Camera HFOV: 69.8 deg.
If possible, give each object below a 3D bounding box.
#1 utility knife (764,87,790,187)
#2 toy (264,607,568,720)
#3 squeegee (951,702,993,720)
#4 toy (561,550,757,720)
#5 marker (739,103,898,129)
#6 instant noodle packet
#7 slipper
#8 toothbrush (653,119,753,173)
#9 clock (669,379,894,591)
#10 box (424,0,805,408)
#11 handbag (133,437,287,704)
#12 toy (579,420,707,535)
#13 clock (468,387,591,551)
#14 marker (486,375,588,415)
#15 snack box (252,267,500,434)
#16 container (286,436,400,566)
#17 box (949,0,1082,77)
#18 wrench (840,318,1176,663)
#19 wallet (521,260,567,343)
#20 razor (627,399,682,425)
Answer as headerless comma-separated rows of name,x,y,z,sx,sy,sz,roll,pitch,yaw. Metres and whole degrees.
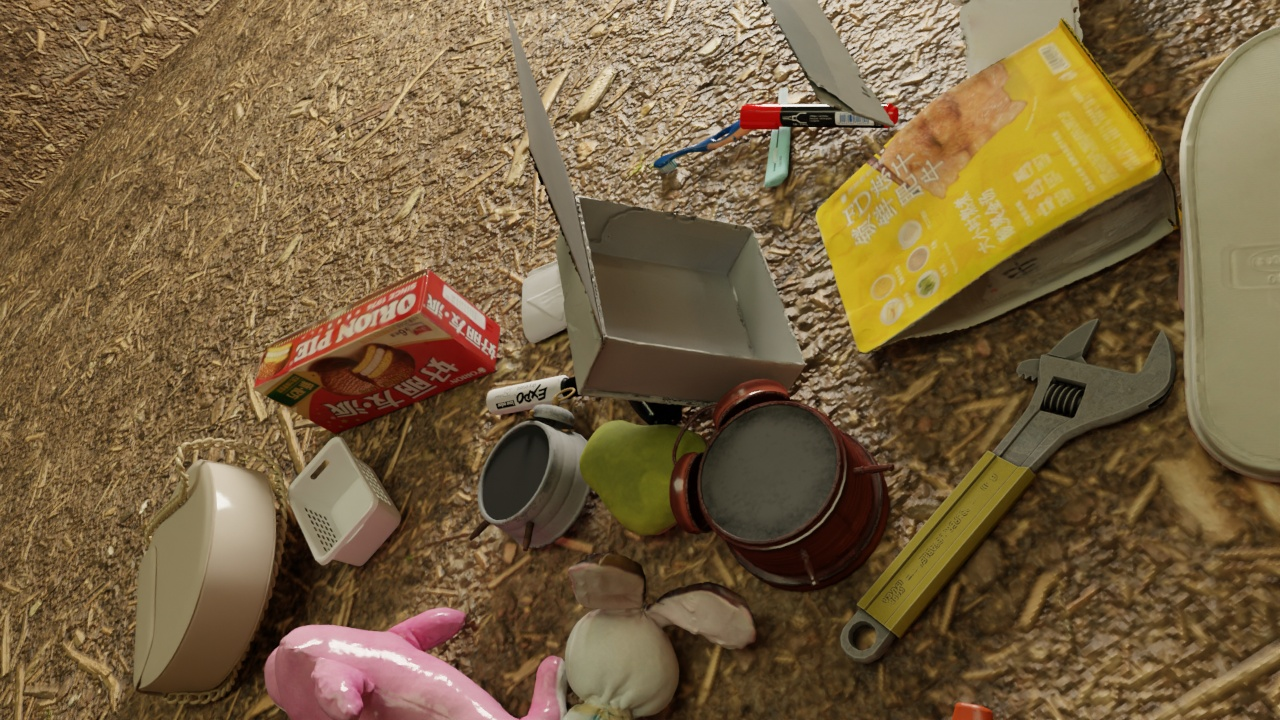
utility knife,0.130,-0.209,0.849,0.022,0.015,0.128,-14,49,32
toy,-0.183,0.249,0.663,0.266,0.128,0.186,11,56,22
squeegee,0.152,0.266,0.457,0.250,0.055,0.184,-14,51,53
toy,-0.015,0.231,0.608,0.106,0.131,0.205,164,123,-80
marker,0.156,-0.216,0.815,0.145,0.021,0.023,11,82,34
instant noodle packet,0.237,-0.111,0.656,0.222,0.084,0.162,-30,46,25
slipper,0.367,-0.064,0.522,0.114,0.054,0.274,6,76,31
toothbrush,0.073,-0.214,0.893,0.135,0.017,0.021,-21,52,26
clock,0.087,0.081,0.621,0.158,0.072,0.120,28,80,41
box,-0.026,-0.097,0.630,0.150,0.369,0.166,-29,47,16
handbag,-0.438,0.208,0.905,0.209,0.103,0.210,-53,40,21
toy,-0.001,0.082,0.707,0.110,0.051,0.090,28,85,35
clock,-0.084,0.089,0.769,0.104,0.056,0.147,-3,63,47
marker,-0.087,0.029,0.838,0.126,0.025,0.025,-12,54,32
snack box,-0.271,-0.003,0.942,0.237,0.113,0.060,-20,50,26
container,-0.286,0.142,0.895,0.080,0.049,0.129,-49,43,-2
box,0.307,-0.287,0.732,0.109,0.137,0.123,-13,12,32
wrench,0.219,0.081,0.564,0.273,0.018,0.083,-50,43,-2
wallet,-0.066,-0.071,0.889,0.116,0.032,0.086,-23,51,23
razor,-0.005,0.005,0.777,0.064,0.053,0.140,-64,36,40
